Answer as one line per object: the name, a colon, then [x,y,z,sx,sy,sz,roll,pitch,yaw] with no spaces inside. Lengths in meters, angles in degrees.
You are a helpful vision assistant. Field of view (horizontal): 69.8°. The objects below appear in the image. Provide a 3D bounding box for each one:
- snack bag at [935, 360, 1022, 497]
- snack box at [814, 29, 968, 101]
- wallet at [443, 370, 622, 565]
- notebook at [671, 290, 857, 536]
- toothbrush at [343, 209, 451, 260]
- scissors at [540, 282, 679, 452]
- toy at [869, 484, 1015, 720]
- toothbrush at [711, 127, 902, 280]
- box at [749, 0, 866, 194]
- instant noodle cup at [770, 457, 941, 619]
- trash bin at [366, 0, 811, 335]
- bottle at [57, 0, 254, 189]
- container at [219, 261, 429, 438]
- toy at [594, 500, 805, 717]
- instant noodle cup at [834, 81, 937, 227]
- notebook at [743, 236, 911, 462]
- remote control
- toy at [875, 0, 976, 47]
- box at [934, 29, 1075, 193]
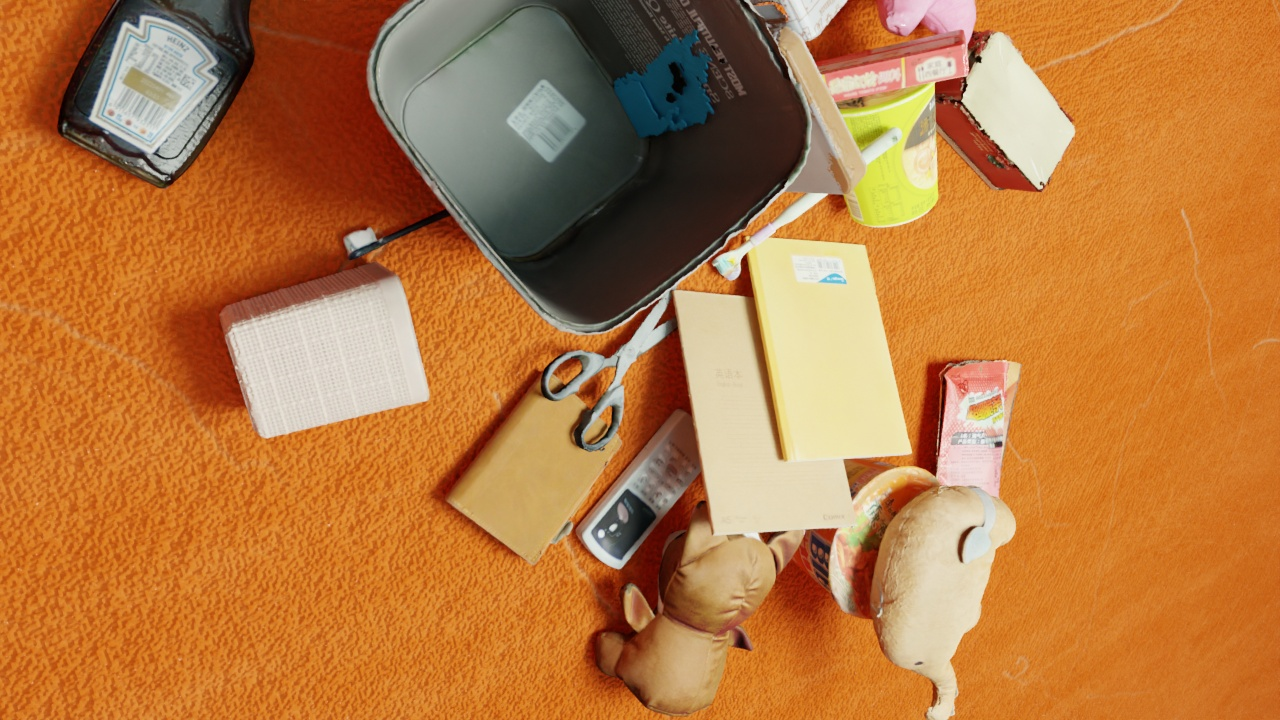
snack bag: [0.360,0.103,1.000,0.128,0.073,0.208,0,97,-35]
snack box: [0.186,-0.236,0.749,0.075,0.153,0.025,-58,137,-57]
wallet: [-0.082,0.090,0.751,0.108,0.031,0.131,44,75,-31]
notebook: [0.106,0.043,0.789,0.149,0.012,0.211,3,69,-30]
toothbrush: [-0.134,-0.117,0.678,0.180,0.016,0.018,-28,106,-21]
scissors: [-0.014,-0.004,0.761,0.165,0.014,0.163,10,89,-38]
toy: [0.263,0.219,0.826,0.143,0.082,0.226,8,101,-24]
toothbrush: [0.141,-0.133,0.778,0.190,0.020,0.029,-38,126,19]
box: [0.102,-0.254,0.684,0.157,0.181,0.205,-48,124,-18]
instant noodle cup: [0.204,0.158,0.890,0.151,0.111,0.151,-8,106,-29]
trash bin: [-0.047,-0.150,0.574,0.198,0.220,0.199,-40,108,-7]
bottle: [-0.273,-0.204,0.558,0.080,0.044,0.195,31,85,-33]
container: [-0.215,-0.007,0.618,0.110,0.090,0.090,-17,111,-22]
toy: [0.050,0.211,0.813,0.140,0.130,0.200,11,118,-34]
instant noodle cup: [0.217,-0.190,0.818,0.111,0.112,0.123,-35,125,-19]
notebook: [0.170,-0.013,0.828,0.145,0.010,0.206,-1,74,-30]
remote control: [0.007,0.115,0.817,0.150,0.021,0.058,-50,121,-11]
toy: [0.245,-0.342,0.794,0.178,0.075,0.194,52,54,-23]
box: [0.356,-0.242,0.897,0.168,0.077,0.091,32,86,-33]
